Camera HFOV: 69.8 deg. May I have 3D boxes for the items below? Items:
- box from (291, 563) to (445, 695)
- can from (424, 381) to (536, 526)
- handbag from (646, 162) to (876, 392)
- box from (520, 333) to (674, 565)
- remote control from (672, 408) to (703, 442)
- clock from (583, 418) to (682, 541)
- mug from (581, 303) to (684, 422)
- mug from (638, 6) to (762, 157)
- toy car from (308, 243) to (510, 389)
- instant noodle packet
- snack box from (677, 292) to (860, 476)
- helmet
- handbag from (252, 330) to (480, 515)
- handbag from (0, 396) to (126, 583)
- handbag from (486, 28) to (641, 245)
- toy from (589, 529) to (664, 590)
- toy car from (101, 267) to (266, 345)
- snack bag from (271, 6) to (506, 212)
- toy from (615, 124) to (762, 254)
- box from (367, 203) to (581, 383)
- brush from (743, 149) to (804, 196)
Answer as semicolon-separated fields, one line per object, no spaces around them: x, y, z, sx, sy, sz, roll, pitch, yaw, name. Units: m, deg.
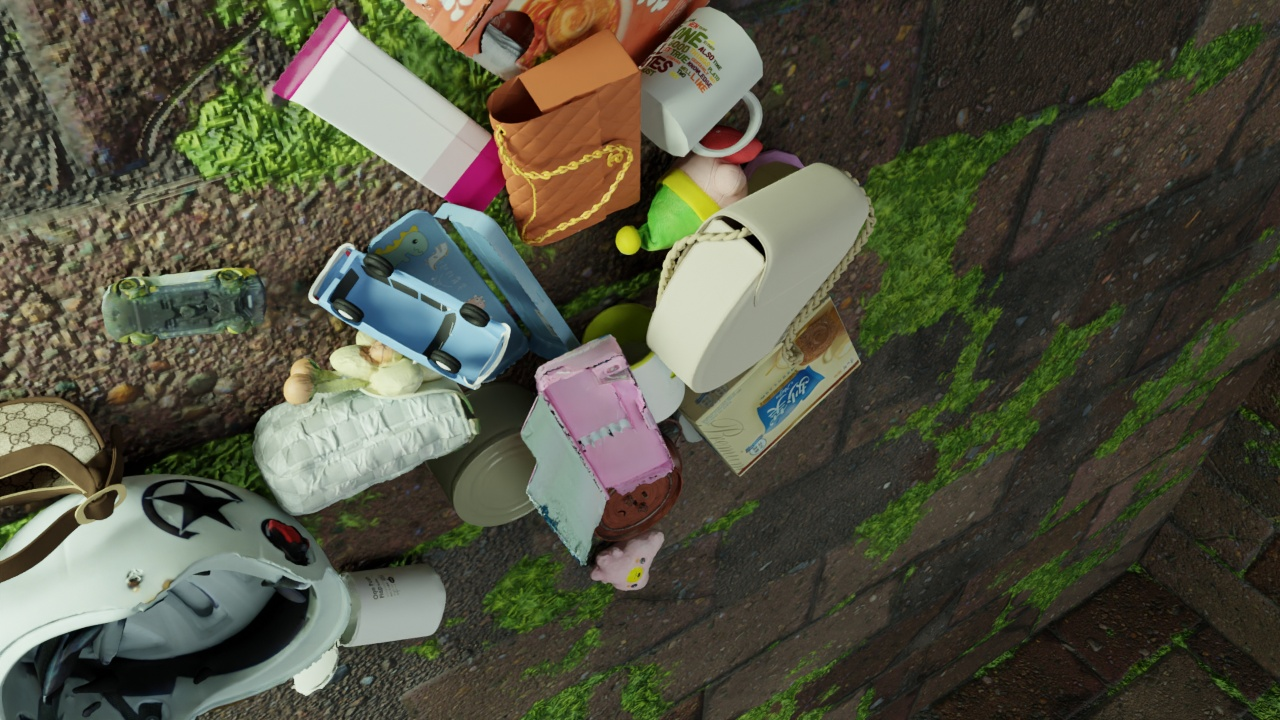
-0.288;0.279;0.958;0.136;0.083;0.144;6;128;-41;box
-0.141;0.093;0.904;0.127;0.073;0.128;-23;138;-22;can
0.109;-0.065;0.830;0.210;0.103;0.209;-31;157;-37;handbag
-0.052;0.086;0.879;0.158;0.066;0.231;-46;146;-16;box
0.105;0.036;1.100;0.151;0.019;0.074;-37;139;-9;remote control
-0.009;0.130;1.052;0.158;0.072;0.120;-45;142;6;clock
-0.006;0.005;0.928;0.082;0.082;0.106;-35;143;-8;mug
0.050;-0.211;0.734;0.089;0.073;0.105;-47;109;-9;mug
-0.175;-0.032;0.707;0.056;0.153;0.055;-62;177;-18;toy car
-0.041;-0.264;0.673;0.164;0.084;0.220;-51;152;11;instant noodle packet
0.150;0.021;1.064;0.207;0.055;0.153;-43;140;-2;snack box
-0.373;0.183;0.724;0.237;0.163;0.263;-48;148;19;helmet
-0.235;0.043;0.752;0.171;0.112;0.123;-26;130;-18;handbag
-0.429;0.094;0.609;0.166;0.138;0.063;-21;139;-26;handbag
-0.054;-0.155;0.707;0.108;0.060;0.172;-29;162;-11;handbag
-0.019;0.260;1.187;0.093;0.050;0.103;-1;124;-33;toy
-0.323;-0.042;0.653;0.105;0.033;0.048;-10;135;-28;toy car
-0.168;-0.171;0.673;0.070;0.016;0.196;-50;141;8;snack bag
0.036;-0.145;0.814;0.096;0.124;0.131;19;95;-25;toy
-0.134;-0.056;0.792;0.121;0.049;0.209;-9;145;16;box
0.105;-0.104;0.947;0.089;0.043;0.229;1;125;-41;brush
